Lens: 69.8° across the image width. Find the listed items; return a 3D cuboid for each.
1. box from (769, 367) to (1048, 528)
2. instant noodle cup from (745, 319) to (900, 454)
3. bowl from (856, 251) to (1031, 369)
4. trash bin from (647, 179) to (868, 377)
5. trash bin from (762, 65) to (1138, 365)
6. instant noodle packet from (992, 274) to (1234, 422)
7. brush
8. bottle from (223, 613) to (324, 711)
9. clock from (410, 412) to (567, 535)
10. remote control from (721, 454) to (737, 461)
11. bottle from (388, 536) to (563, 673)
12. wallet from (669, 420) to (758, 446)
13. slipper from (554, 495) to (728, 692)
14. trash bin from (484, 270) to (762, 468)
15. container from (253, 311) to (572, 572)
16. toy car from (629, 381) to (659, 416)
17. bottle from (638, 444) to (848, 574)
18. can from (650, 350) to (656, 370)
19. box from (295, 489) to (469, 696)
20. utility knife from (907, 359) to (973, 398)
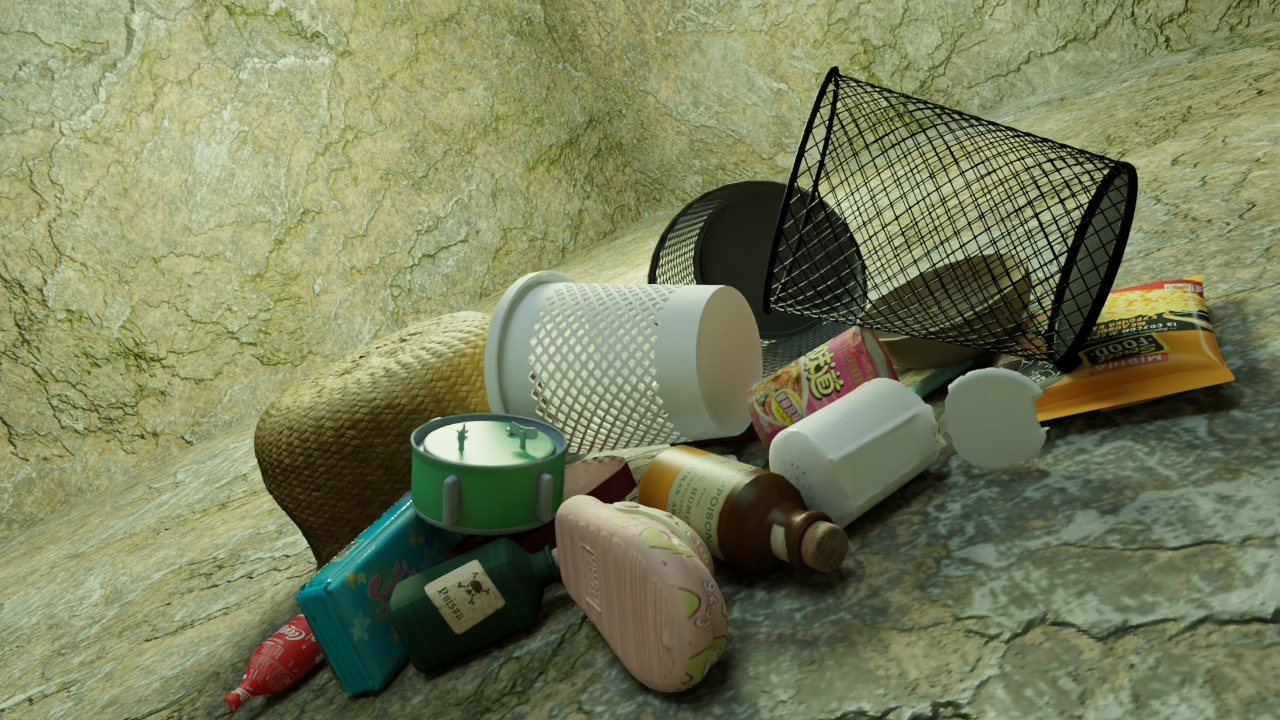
[{"bbox_3d":[0.177,0.058,0.615,0.139,0.083,0.142,-28,8,-26],"label":"box"},{"bbox_3d":[0.150,0.033,0.743,0.109,0.098,0.097,-26,10,23],"label":"instant noodle cup"},{"bbox_3d":[0.268,-0.035,0.800,0.152,0.050,0.152,-27,15,8],"label":"bowl"},{"bbox_3d":[0.137,-0.095,1.014,0.218,0.218,0.227,-19,9,17],"label":"trash bin"},{"bbox_3d":[0.216,-0.094,0.658,0.210,0.184,0.183,17,25,12],"label":"trash bin"},{"bbox_3d":[0.345,-0.009,0.695,0.160,0.032,0.220,-17,14,31],"label":"instant noodle packet"},{"bbox_3d":[-0.076,0.140,0.778,0.173,0.042,0.082,-33,16,-38],"label":"brush"},{"bbox_3d":[-0.276,0.231,0.745,0.042,0.042,0.141,-13,16,35],"label":"bottle"},{"bbox_3d":[-0.126,0.078,0.750,0.121,0.075,0.161,0,16,-17],"label":"clock"},{"bbox_3d":[0.052,0.111,0.745,0.043,0.013,0.136,-18,14,21],"label":"remote control"},{"bbox_3d":[-0.110,0.170,0.671,0.131,0.061,0.061,-23,11,-3],"label":"bottle"},{"bbox_3d":[0.091,0.057,0.885,0.123,0.019,0.072,-13,17,37],"label":"wallet"},{"bbox_3d":[0.007,0.131,0.582,0.081,0.093,0.197,-9,11,-24],"label":"slipper"},{"bbox_3d":[-0.005,0.005,0.857,0.200,0.195,0.194,-3,21,32],"label":"trash bin"},{"bbox_3d":[-0.239,0.078,0.975,0.307,0.196,0.306,-20,14,5],"label":"container"},{"bbox_3d":[0.041,0.033,1.025,0.113,0.039,0.039,-17,13,21],"label":"toy car"},{"bbox_3d":[0.069,0.104,0.612,0.067,0.068,0.157,-30,24,-29],"label":"bottle"},{"bbox_3d":[0.055,-0.020,1.128,0.078,0.078,0.136,-19,13,13],"label":"can"},{"bbox_3d":[-0.184,0.163,0.748,0.041,0.094,0.226,-15,15,23],"label":"box"},{"bbox_3d":[0.236,0.025,0.783,0.126,0.015,0.022,-29,13,-20],"label":"utility knife"}]
